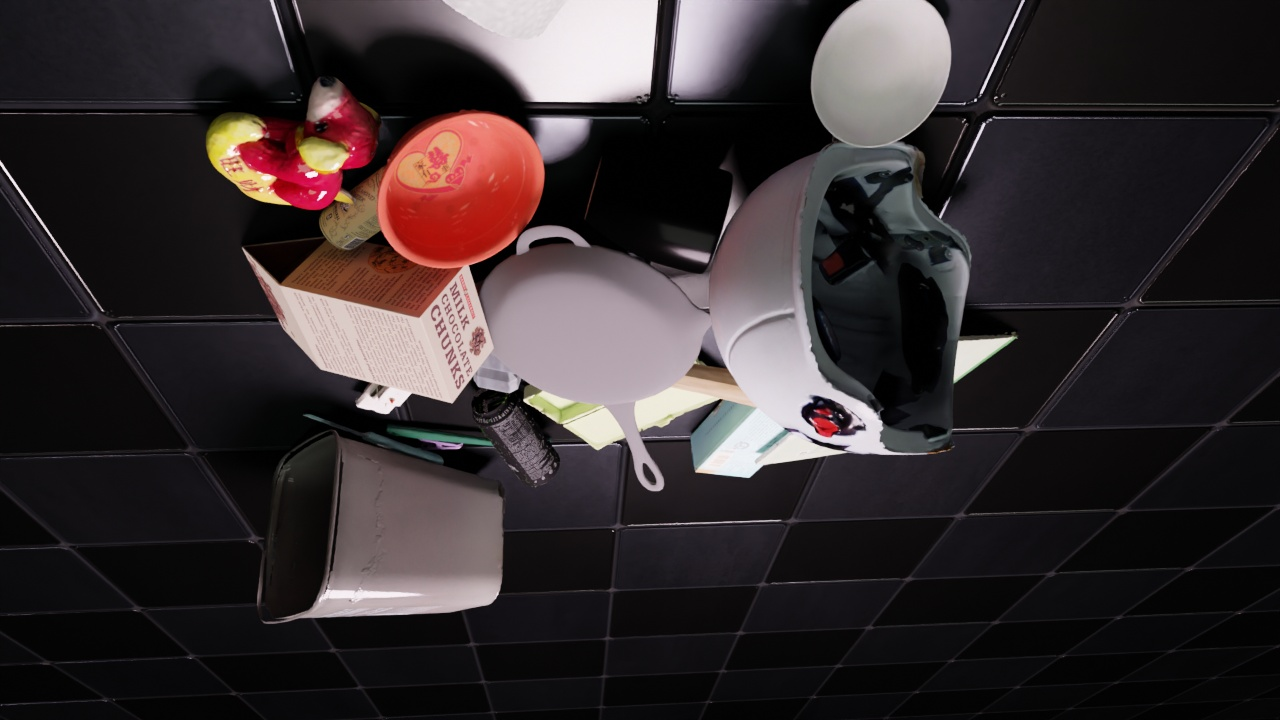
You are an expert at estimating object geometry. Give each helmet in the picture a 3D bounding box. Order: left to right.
[{"bbox_3d":[0.144,-0.044,0.730,0.164,0.236,0.263,-8,154,41],"label":"helmet"}]

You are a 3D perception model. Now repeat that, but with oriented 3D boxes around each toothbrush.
[{"bbox_3d":[-0.195,0.087,1.055,0.189,0.017,0.016,8,144,-15],"label":"toothbrush"}]

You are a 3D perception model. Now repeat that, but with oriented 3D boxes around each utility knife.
[{"bbox_3d":[-0.301,0.089,1.050,0.177,0.015,0.022,28,146,-34],"label":"utility knife"}]

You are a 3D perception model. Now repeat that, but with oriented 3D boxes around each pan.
[{"bbox_3d":[-0.031,0.022,0.824,0.217,0.024,0.355,-4,138,17],"label":"pan"}]

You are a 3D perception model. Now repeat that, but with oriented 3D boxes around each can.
[{"bbox_3d":[-0.214,-0.121,0.725,0.080,0.038,0.038,-26,140,28],"label":"can"},{"bbox_3d":[-0.135,0.084,1.006,0.054,0.053,0.138,-14,135,14],"label":"can"}]

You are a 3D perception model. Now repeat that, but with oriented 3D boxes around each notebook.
[{"bbox_3d":[0.262,0.045,0.994,0.181,0.010,0.253,-2,149,-35],"label":"notebook"}]

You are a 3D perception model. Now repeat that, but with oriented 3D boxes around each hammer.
[{"bbox_3d":[-0.005,0.005,0.852,0.323,0.051,0.117,11,144,3],"label":"hammer"}]

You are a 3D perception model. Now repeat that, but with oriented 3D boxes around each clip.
[{"bbox_3d":[-0.235,0.092,1.060,0.050,0.014,0.046,-14,142,20],"label":"clip"}]

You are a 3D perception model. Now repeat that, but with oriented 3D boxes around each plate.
[{"bbox_3d":[0.162,-0.203,0.637,0.104,0.026,0.104,-7,119,-12],"label":"plate"}]

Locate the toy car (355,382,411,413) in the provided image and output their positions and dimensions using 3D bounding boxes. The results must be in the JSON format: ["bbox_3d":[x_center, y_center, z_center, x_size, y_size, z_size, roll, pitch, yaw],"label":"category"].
[{"bbox_3d":[-0.254,0.029,0.940,0.039,0.039,0.113,19,139,-31],"label":"toy car"}]

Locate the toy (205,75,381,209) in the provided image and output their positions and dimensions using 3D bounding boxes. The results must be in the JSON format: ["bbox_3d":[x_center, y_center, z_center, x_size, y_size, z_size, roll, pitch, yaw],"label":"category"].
[{"bbox_3d":[-0.245,-0.148,0.667,0.138,0.067,0.105,-13,147,25],"label":"toy"}]

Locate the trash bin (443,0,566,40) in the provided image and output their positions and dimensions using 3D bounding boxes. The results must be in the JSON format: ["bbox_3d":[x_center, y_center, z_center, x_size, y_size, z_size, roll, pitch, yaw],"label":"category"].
[{"bbox_3d":[-0.047,-0.268,0.457,0.133,0.133,0.162,27,130,-37],"label":"trash bin"}]

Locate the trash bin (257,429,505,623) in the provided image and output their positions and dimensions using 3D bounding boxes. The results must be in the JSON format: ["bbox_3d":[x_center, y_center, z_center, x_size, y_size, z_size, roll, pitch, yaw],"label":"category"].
[{"bbox_3d":[-0.292,0.205,1.063,0.219,0.197,0.198,16,153,-37],"label":"trash bin"}]

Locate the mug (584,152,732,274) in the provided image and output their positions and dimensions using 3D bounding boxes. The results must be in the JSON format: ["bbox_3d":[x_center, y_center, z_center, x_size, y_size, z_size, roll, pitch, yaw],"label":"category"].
[{"bbox_3d":[0.009,-0.118,0.730,0.100,0.085,0.119,15,173,-6],"label":"mug"}]

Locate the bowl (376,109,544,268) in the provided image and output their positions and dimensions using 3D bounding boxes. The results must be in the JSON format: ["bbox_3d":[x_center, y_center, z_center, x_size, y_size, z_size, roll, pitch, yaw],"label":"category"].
[{"bbox_3d":[-0.139,-0.134,0.683,0.130,0.045,0.131,-23,140,-21],"label":"bowl"}]

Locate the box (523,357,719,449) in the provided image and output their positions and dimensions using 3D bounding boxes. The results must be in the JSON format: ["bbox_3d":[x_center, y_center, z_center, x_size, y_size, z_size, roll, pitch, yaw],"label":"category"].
[{"bbox_3d":[-0.013,0.033,0.984,0.188,0.024,0.137,-25,135,28],"label":"box"}]

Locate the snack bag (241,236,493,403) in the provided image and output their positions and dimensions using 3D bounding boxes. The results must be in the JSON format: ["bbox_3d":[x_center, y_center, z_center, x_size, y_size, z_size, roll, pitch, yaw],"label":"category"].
[{"bbox_3d":[-0.239,-0.042,0.775,0.206,0.069,0.094,13,138,21],"label":"snack bag"}]

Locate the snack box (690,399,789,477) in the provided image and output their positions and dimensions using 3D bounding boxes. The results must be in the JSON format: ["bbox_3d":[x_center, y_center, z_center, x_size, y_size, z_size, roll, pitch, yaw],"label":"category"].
[{"bbox_3d":[0.127,0.071,1.030,0.075,0.053,0.175,9,145,-21],"label":"snack box"}]
